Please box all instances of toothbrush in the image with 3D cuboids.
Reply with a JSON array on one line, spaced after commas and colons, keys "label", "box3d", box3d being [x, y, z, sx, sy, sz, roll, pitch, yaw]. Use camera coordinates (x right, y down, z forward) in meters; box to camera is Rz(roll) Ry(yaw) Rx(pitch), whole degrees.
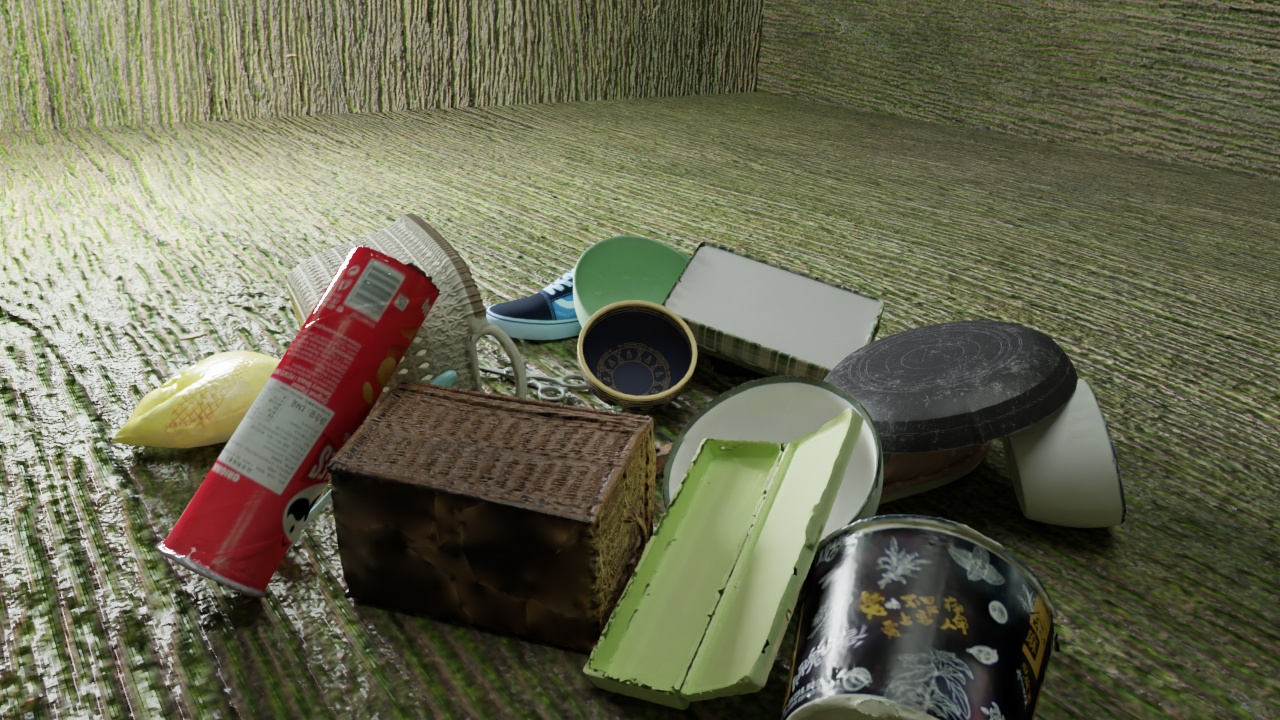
[{"label": "toothbrush", "box3d": [-0.198, 0.071, 0.659, 0.180, 0.016, 0.016, -46, 33, -14]}]

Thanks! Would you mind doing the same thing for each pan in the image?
[{"label": "pan", "box3d": [0.163, 0.033, 0.744, 0.357, 0.040, 0.207, -15, 18, 5]}]

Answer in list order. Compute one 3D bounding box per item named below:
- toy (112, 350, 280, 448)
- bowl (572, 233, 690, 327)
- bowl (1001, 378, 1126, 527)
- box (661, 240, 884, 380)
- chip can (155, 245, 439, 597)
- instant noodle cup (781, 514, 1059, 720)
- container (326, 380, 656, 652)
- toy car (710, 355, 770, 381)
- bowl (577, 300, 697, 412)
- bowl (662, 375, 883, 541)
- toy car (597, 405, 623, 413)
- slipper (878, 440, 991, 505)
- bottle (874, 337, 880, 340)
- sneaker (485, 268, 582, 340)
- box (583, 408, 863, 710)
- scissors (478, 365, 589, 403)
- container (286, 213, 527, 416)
[{"label": "toy", "box3d": [-0.368, 0.030, 0.803, 0.155, 0.065, 0.170, -14, 19, -7]}, {"label": "bowl", "box3d": [-0.006, -0.056, 0.991, 0.151, 0.077, 0.150, 9, 54, -13]}, {"label": "bowl", "box3d": [0.322, 0.076, 0.710, 0.066, 0.116, 0.116, -13, 19, 15]}, {"label": "box", "box3d": [0.129, -0.041, 0.916, 0.206, 0.050, 0.117, 19, 56, 16]}, {"label": "chip can", "box3d": [-0.220, 0.035, 0.608, 0.073, 0.073, 0.232, 17, 70, 30]}, {"label": "instant noodle cup", "box3d": [0.133, 0.166, 0.457, 0.137, 0.137, 0.112, 11, 35, 19]}, {"label": "container", "box3d": [-0.094, 0.098, 0.601, 0.199, 0.114, 0.112, 7, 27, 14]}, {"label": "toy car", "box3d": [0.130, -0.003, 0.950, 0.112, 0.046, 0.034, 3, 21, -2]}, {"label": "bowl", "box3d": [-0.005, 0.005, 0.881, 0.112, 0.061, 0.112, 3, 57, -4]}, {"label": "bowl", "box3d": [0.099, 0.091, 0.647, 0.154, 0.073, 0.153, -15, 47, 17]}, {"label": "toy car", "box3d": [-0.028, 0.065, 0.783, 0.042, 0.036, 0.091, -5, 25, -17]}, {"label": "slipper", "box3d": [0.194, 0.070, 0.772, 0.273, 0.054, 0.114, -15, 29, -33]}, {"label": "bottle", "box3d": [0.218, -0.010, 0.967, 0.051, 0.051, 0.146, -13, 28, -33]}, {"label": "sneaker", "box3d": [-0.067, -0.087, 1.060, 0.240, 0.098, 0.083, -9, 25, -25]}, {"label": "box", "box3d": [0.056, 0.114, 0.541, 0.141, 0.044, 0.187, -22, 28, 45]}, {"label": "scissors", "box3d": [-0.116, 0.013, 0.929, 0.170, 0.014, 0.094, 23, 32, 34]}, {"label": "container", "box3d": [-0.205, -0.013, 0.782, 0.142, 0.185, 0.246, -19, 28, -21]}]
